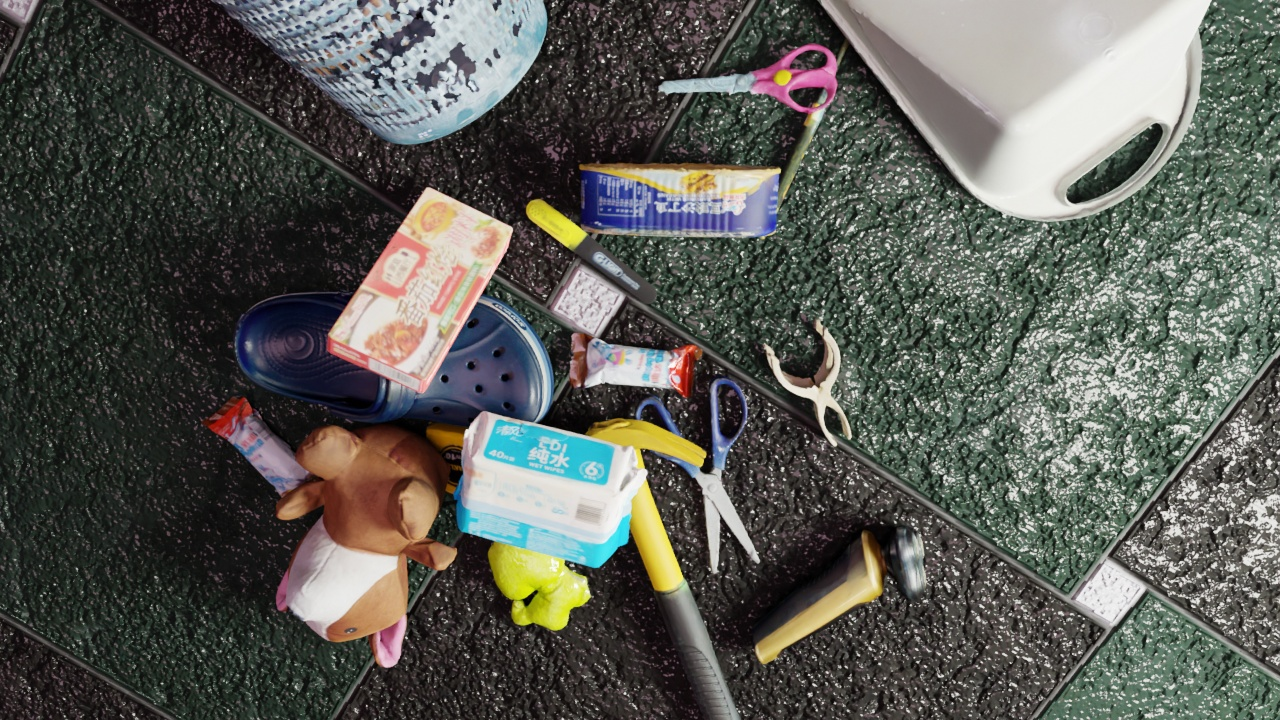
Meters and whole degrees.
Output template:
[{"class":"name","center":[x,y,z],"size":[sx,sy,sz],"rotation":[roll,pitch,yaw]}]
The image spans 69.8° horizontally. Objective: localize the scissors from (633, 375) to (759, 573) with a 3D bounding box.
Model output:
[{"class":"scissors","center":[0.049,0.093,0.753],"size":[0.155,0.012,0.166],"rotation":[19,101,-3]}]

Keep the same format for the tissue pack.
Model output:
[{"class":"tissue pack","center":[-0.070,0.095,0.686],"size":[0.140,0.063,0.090],"rotation":[14,129,-1]}]

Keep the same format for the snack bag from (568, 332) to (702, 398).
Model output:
[{"class":"snack bag","center":[-0.004,0.004,0.729],"size":[0.105,0.026,0.045],"rotation":[5,87,3]}]

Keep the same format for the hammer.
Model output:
[{"class":"hammer","center":[0.025,0.186,0.757],"size":[0.129,0.032,0.301],"rotation":[-17,102,16]}]

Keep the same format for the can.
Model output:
[{"class":"can","center":[0.028,-0.120,0.681],"size":[0.148,0.074,0.049],"rotation":[2,104,2]}]

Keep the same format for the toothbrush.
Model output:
[{"class":"toothbrush","center":[0.132,-0.177,0.698],"size":[0.017,0.012,0.186],"rotation":[22,101,-14]}]

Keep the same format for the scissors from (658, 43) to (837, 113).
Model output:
[{"class":"scissors","center":[0.080,-0.209,0.688],"size":[0.133,0.017,0.054],"rotation":[-1,85,9]}]

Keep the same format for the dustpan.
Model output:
[{"class":"dustpan","center":[0.286,-0.239,0.676],"size":[0.223,0.142,0.257],"rotation":[-37,71,5]}]

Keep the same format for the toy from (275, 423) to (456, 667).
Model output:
[{"class":"toy","center":[-0.222,0.149,0.716],"size":[0.140,0.130,0.200],"rotation":[33,121,11]}]

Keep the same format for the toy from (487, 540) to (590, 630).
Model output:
[{"class":"toy","center":[-0.088,0.176,0.764],"size":[0.100,0.031,0.097],"rotation":[38,102,-6]}]

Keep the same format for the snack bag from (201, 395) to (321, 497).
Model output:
[{"class":"snack bag","center":[-0.308,0.076,0.754],"size":[0.048,0.026,0.104],"rotation":[-36,98,20]}]

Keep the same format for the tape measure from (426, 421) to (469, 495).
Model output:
[{"class":"tape measure","center":[-0.144,0.079,0.747],"size":[0.060,0.028,0.057],"rotation":[7,105,18]}]

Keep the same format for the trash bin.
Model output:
[{"class":"trash bin","center":[-0.169,-0.257,0.582],"size":[0.227,0.226,0.195],"rotation":[-32,137,7]}]

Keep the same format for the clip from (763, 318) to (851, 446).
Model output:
[{"class":"clip","center":[0.127,0.020,0.727],"size":[0.094,0.035,0.102],"rotation":[-2,109,-2]}]

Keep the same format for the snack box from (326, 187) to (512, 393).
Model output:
[{"class":"snack box","center":[-0.159,-0.054,0.675],"size":[0.075,0.026,0.152],"rotation":[26,57,-4]}]

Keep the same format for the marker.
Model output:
[{"class":"marker","center":[-0.038,-0.085,0.719],"size":[0.124,0.015,0.018],"rotation":[37,103,-7]}]

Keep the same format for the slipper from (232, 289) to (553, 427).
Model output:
[{"class":"slipper","center":[-0.193,-0.003,0.702],"size":[0.253,0.095,0.105],"rotation":[9,104,3]}]

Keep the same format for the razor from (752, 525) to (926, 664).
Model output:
[{"class":"razor","center":[0.161,0.196,0.751],"size":[0.168,0.062,0.067],"rotation":[-38,68,13]}]
